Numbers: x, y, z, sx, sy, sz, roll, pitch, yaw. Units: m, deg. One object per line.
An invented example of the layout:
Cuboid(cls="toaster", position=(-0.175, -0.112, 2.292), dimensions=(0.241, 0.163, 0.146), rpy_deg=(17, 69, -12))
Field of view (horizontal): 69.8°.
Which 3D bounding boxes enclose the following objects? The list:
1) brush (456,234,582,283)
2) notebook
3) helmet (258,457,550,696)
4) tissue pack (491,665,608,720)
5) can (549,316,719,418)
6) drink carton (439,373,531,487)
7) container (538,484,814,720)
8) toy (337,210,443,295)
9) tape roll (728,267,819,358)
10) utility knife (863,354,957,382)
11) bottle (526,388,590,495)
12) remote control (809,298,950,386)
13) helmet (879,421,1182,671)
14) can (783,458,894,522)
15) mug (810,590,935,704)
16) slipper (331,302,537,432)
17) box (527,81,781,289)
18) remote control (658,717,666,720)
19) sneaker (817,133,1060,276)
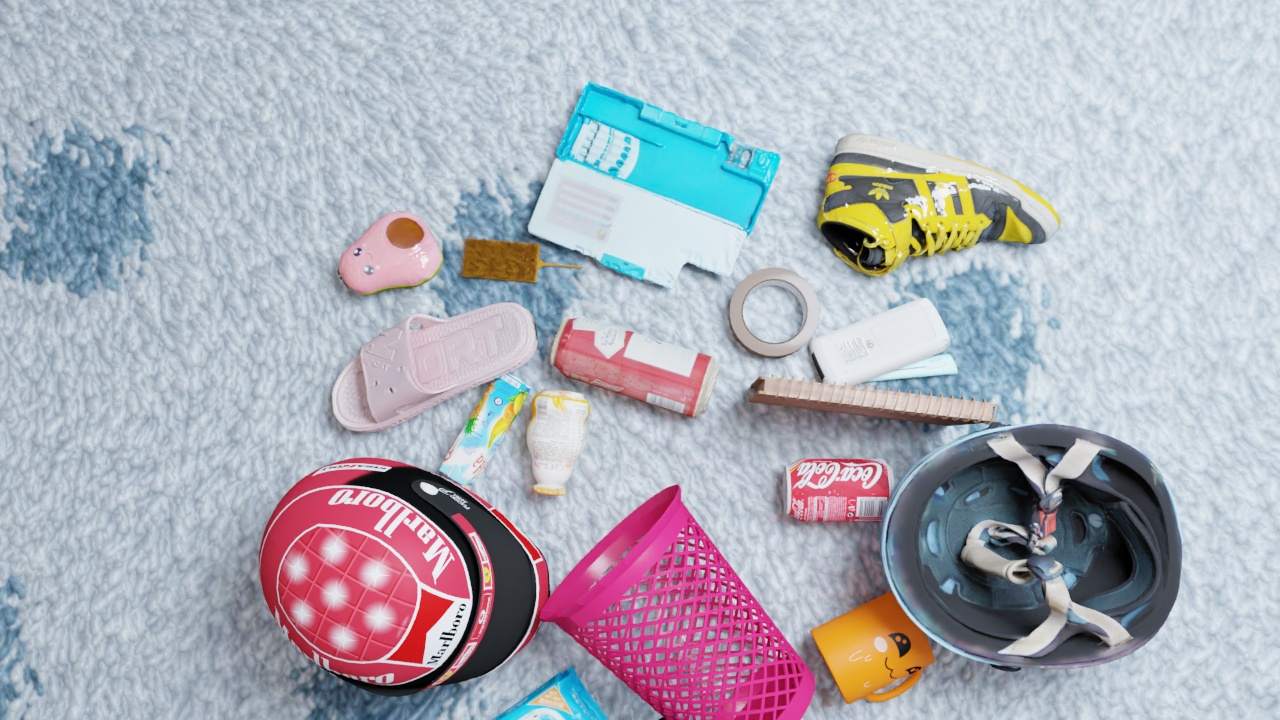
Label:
Cuboid(cls="brush", position=(-0.131, -0.108, 0.999), dimensions=(0.126, 0.017, 0.048), rpy_deg=(5, 86, 4))
Cuboid(cls="notebook", position=(0.215, 0.040, 0.886), dimensions=(0.210, 0.169, 0.022), rpy_deg=(7, 86, 4))
Cuboid(cls="helmet", position=(-0.229, 0.206, 0.874), dimensions=(0.271, 0.224, 0.197), rpy_deg=(27, 92, 7))
Cuboid(cls="tissue pack", position=(-0.104, 0.390, 0.933), dimensions=(0.144, 0.061, 0.093), rpy_deg=(-34, 84, 0))
Cuboid(cls="can", position=(-0.006, 0.006, 0.956), dimensions=(0.170, 0.067, 0.067), rpy_deg=(17, 86, 5))
Cuboid(cls="drink carton", position=(-0.164, 0.074, 0.973), dimensions=(0.038, 0.044, 0.129), rpy_deg=(31, 86, 6))
Cuboid(cls="container", position=(0.046, 0.266, 0.886), dimensions=(0.183, 0.183, 0.226), rpy_deg=(-43, 91, -1))
Cuboid(cls="toy", position=(-0.272, -0.109, 0.991), dimensions=(0.110, 0.051, 0.090), rpy_deg=(-31, 83, 2))
Cuboid(cls="tape roll", position=(0.140, -0.050, 0.969), dimensions=(0.094, 0.030, 0.093), rpy_deg=(0, 85, 4))
Cuboid(cls="utility knife", position=(0.270, 0.011, 0.964), dimensions=(0.120, 0.015, 0.022), rpy_deg=(-7, 81, 7))
Cuboid(cls="bottle", position=(-0.088, 0.085, 0.957), dimensions=(0.063, 0.063, 0.109), rpy_deg=(7, 86, 4))
Cuboid(cls="remote control", position=(0.248, -0.017, 0.955), dimensions=(0.138, 0.025, 0.060), rpy_deg=(-21, 67, 3))
Cuboid(cls="helmet", position=(0.348, 0.172, 0.866), dimensions=(0.265, 0.167, 0.225), rpy_deg=(0, 85, -1))
Cuboid(cls="can", position=(0.200, 0.132, 0.933), dimensions=(0.105, 0.064, 0.064), rpy_deg=(0, 85, 4))
Cuboid(cls="mug", position=(0.237, 0.298, 0.918), dimensions=(0.096, 0.077, 0.113), rpy_deg=(-27, 115, 1))
Cuboid(cls="slipper", position=(-0.225, -0.002, 0.955), dimensions=(0.239, 0.064, 0.094), rpy_deg=(-21, 70, 10))
Cuboid(cls="box", position=(0.013, -0.177, 0.984), dimensions=(0.227, 0.039, 0.182), rpy_deg=(23, 88, 6))
Cuboid(cls="remote control", position=(-0.025, 0.415, 0.942), dimensions=(0.152, 0.020, 0.041), rpy_deg=(-34, 125, 1))
Cuboid(cls="sneaker", position=(0.295, -0.137, 0.936), dimensions=(0.238, 0.086, 0.122), rpy_deg=(22, 81, 9))
